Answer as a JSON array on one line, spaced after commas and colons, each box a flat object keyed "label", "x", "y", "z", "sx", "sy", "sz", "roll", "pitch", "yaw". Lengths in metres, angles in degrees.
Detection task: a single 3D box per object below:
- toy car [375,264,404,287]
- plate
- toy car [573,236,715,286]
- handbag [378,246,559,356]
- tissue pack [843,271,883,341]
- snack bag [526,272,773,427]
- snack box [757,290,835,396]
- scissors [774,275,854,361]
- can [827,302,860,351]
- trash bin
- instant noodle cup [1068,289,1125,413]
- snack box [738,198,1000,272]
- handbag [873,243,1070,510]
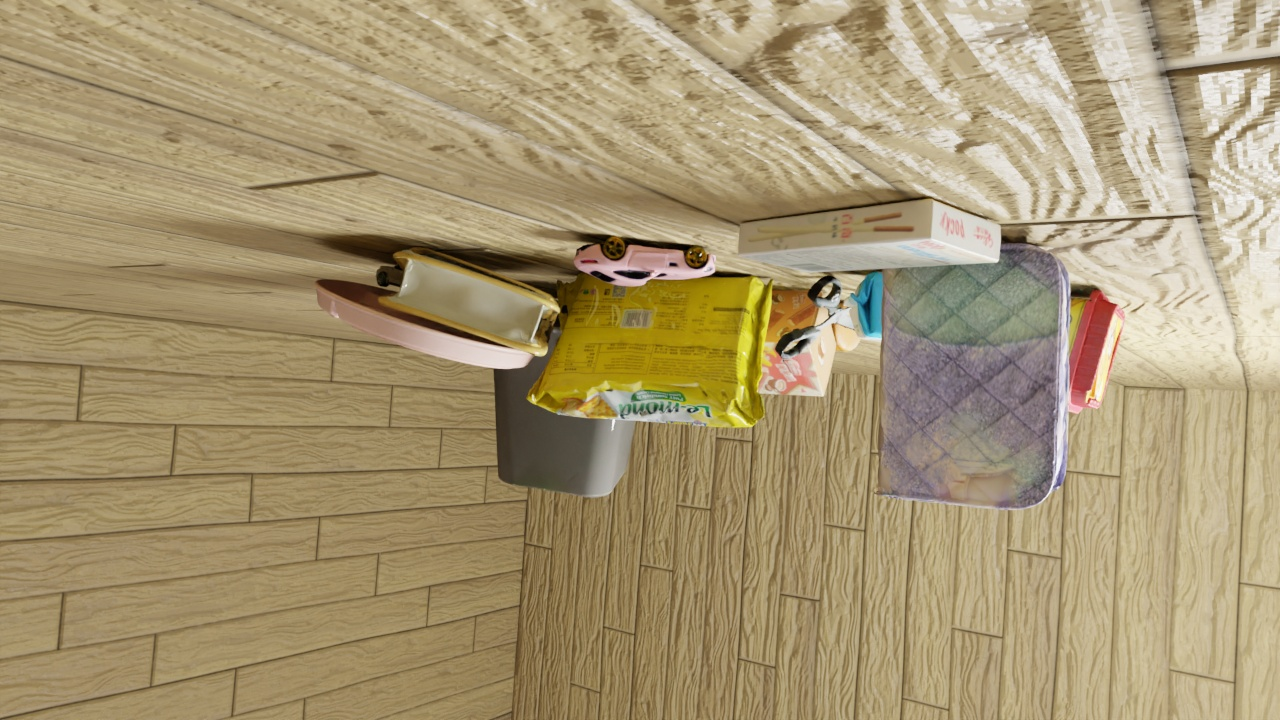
[{"label": "toy car", "x": -0.247, "y": -0.089, "z": 0.997, "sx": 0.090, "sy": 0.035, "sz": 0.042, "roll": 12, "pitch": 180, "yaw": 32}, {"label": "plate", "x": -0.214, "y": -0.035, "z": 0.924, "sx": 0.229, "sy": 0.028, "sz": 0.229, "roll": 18, "pitch": -175, "yaw": -2}, {"label": "toy car", "x": 0.004, "y": -0.081, "z": 0.778, "sx": 0.122, "sy": 0.037, "sz": 0.056, "roll": 4, "pitch": 179, "yaw": -15}, {"label": "handbag", "x": -0.162, "y": -0.061, "z": 0.916, "sx": 0.163, "sy": 0.063, "sz": 0.179, "roll": 19, "pitch": -178, "yaw": -6}, {"label": "tissue pack", "x": 0.255, "y": -0.047, "z": 0.822, "sx": 0.140, "sy": 0.063, "sz": 0.090, "roll": 5, "pitch": 179, "yaw": 8}, {"label": "snack bag", "x": 0.014, "y": -0.019, "z": 0.933, "sx": 0.247, "sy": 0.157, "sz": 0.068, "roll": 2, "pitch": 153, "yaw": 19}, {"label": "snack box", "x": 0.158, "y": -0.019, "z": 1.022, "sx": 0.094, "sy": 0.076, "sz": 0.093, "roll": 3, "pitch": 141, "yaw": 25}, {"label": "scissors", "x": 0.197, "y": -0.045, "z": 0.933, "sx": 0.014, "sy": 0.159, "sz": 0.174, "roll": 43, "pitch": 165, "yaw": 29}, {"label": "can", "x": 0.196, "y": -0.041, "z": 1.123, "sx": 0.058, "sy": 0.058, "sz": 0.146, "roll": 6, "pitch": 177, "yaw": -44}, {"label": "trash bin", "x": -0.093, "y": 0.043, "z": 1.193, "sx": 0.199, "sy": 0.220, "sz": 0.198, "roll": 9, "pitch": -167, "yaw": 10}, {"label": "instant noodle cup", "x": 0.393, "y": -0.017, "z": 0.901, "sx": 0.124, "sy": 0.116, "sz": 0.116, "roll": 16, "pitch": -176, "yaw": 34}, {"label": "snack box", "x": 0.151, "y": -0.081, "z": 0.625, "sx": 0.084, "sy": 0.027, "sz": 0.157, "roll": 7, "pitch": 176, "yaw": -41}, {"label": "handbag", "x": 0.245, "y": 0.012, "z": 0.684, "sx": 0.134, "sy": 0.194, "sz": 0.075, "roll": 3, "pitch": 180, "yaw": 31}]
